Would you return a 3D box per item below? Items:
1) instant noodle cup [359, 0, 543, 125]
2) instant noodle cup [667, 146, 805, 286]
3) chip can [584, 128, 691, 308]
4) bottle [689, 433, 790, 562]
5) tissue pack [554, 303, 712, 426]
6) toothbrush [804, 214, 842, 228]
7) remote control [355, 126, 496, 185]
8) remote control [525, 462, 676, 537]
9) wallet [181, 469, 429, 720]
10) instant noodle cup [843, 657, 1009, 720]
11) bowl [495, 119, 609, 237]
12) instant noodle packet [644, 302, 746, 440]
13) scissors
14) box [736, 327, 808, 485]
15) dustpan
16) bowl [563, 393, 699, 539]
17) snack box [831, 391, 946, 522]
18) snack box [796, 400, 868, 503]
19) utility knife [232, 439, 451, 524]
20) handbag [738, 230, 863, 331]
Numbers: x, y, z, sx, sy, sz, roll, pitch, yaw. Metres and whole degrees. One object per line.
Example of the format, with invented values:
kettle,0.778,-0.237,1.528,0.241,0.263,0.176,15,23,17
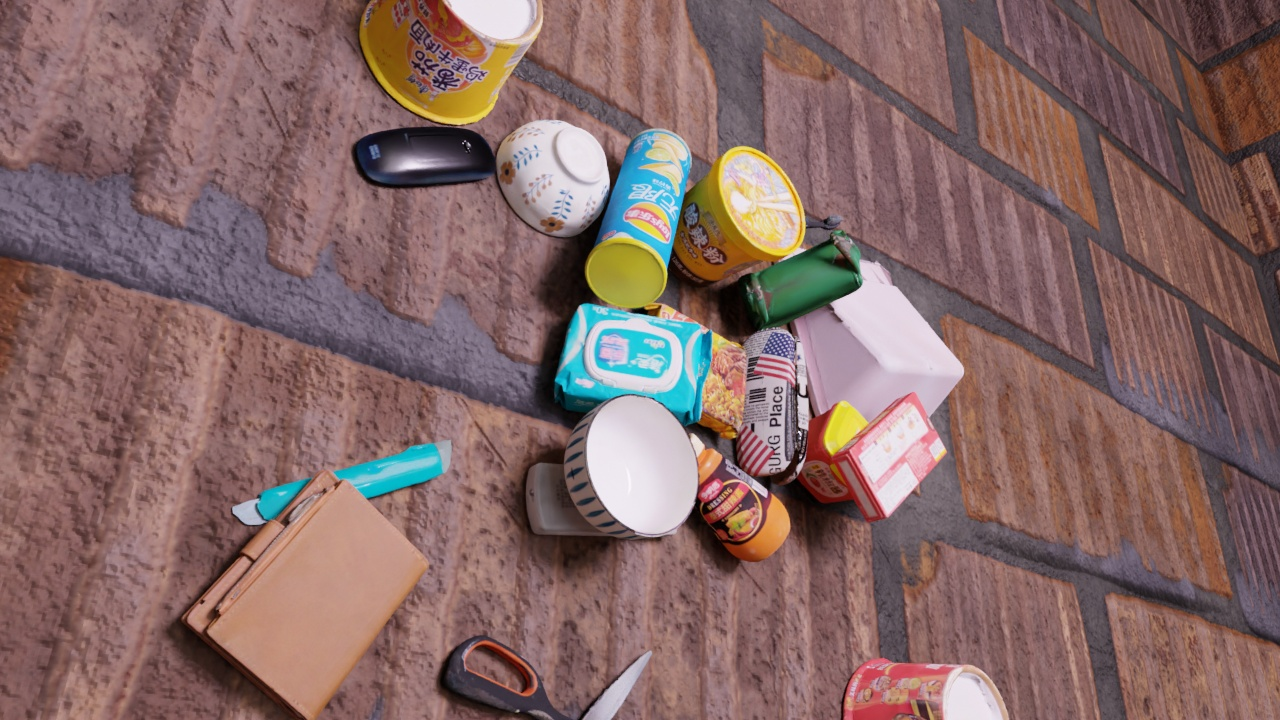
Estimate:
instant noodle cup,-0.159,-0.293,0.799,0.138,0.110,0.137,17,61,-33
instant noodle cup,0.086,-0.139,0.938,0.118,0.115,0.118,17,61,-35
chip can,0.002,-0.139,0.860,0.071,0.071,0.209,39,37,-21
bottle,0.071,0.119,0.851,0.149,0.067,0.066,45,48,-7
tissue pack,-0.005,0.005,0.806,0.133,0.050,0.093,9,62,-4
toothbrush,0.186,-0.167,1.106,0.189,0.016,0.014,-8,69,-42
remote control,-0.178,-0.178,0.790,0.136,0.024,0.053,-16,81,-44
remote control,-0.031,0.121,0.784,0.149,0.021,0.058,10,65,-38
wallet,-0.213,0.151,0.604,0.108,0.031,0.131,51,47,-20
instant noodle cup,0.282,0.354,0.890,0.137,0.109,0.137,18,59,-34
bowl,-0.071,-0.178,0.857,0.113,0.062,0.113,16,63,-35
instant noodle packet,0.049,0.006,0.892,0.128,0.044,0.110,27,51,-29
scissors,-0.059,0.292,0.683,0.233,0.022,0.220,41,50,-19
box,0.129,0.040,0.931,0.082,0.075,0.163,18,62,-22
dustpan,0.254,0.002,1.095,0.222,0.139,0.273,6,39,-38
bowl,-0.016,0.091,0.748,0.116,0.066,0.116,18,61,-34
snack box,0.254,0.095,0.927,0.152,0.026,0.075,-30,91,-45
snack box,0.204,0.099,0.956,0.091,0.080,0.081,47,49,-15
utility knife,-0.206,0.087,0.656,0.165,0.013,0.029,-13,78,-40
handbag,0.168,-0.087,0.965,0.120,0.131,0.068,33,34,-80
